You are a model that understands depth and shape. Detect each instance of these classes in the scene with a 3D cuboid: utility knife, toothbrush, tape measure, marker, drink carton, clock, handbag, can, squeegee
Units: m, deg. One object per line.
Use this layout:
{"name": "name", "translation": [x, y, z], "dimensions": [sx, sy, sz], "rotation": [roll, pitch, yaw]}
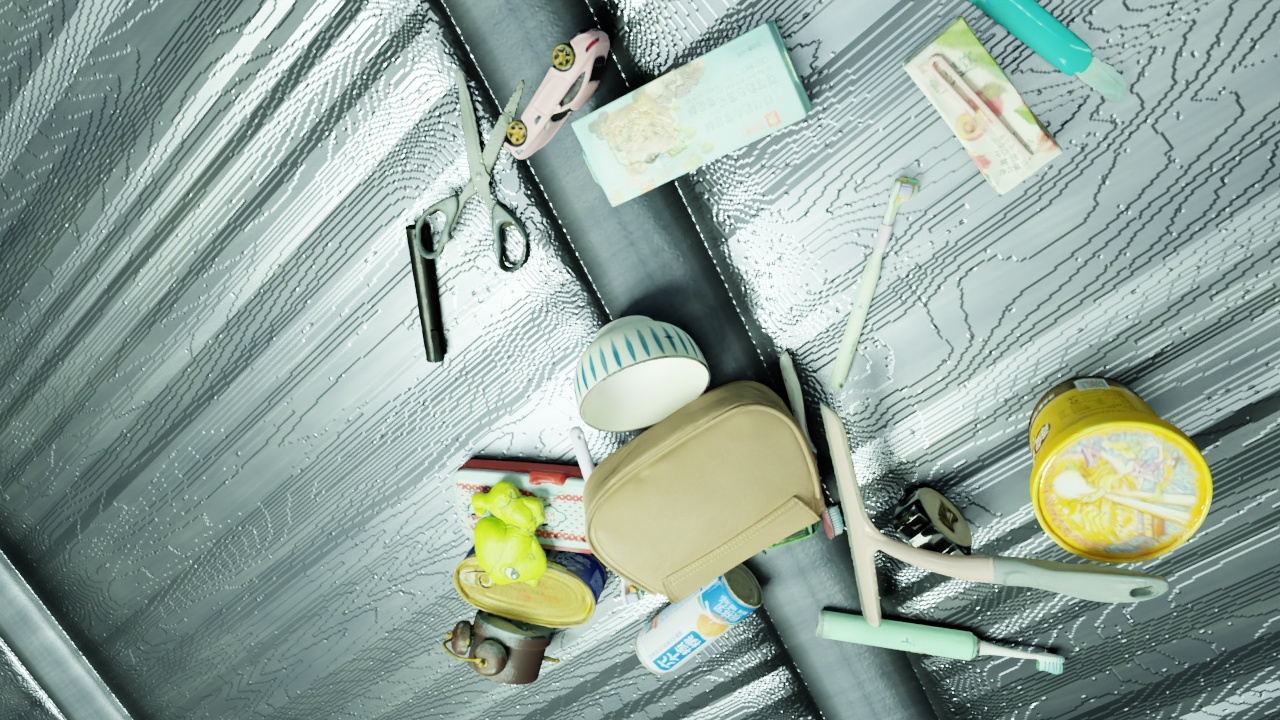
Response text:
{"name": "utility knife", "translation": [0.272, -0.243, 0.654], "dimensions": [0.187, 0.013, 0.029], "rotation": [37, 118, -1]}
{"name": "toothbrush", "translation": [0.154, 0.077, 0.819], "dimensions": [0.017, 0.016, 0.188], "rotation": [-20, 107, -7]}
{"name": "tape measure", "translation": [0.253, 0.143, 0.794], "dimensions": [0.066, 0.065, 0.034], "rotation": [43, 119, 0]}
{"name": "marker", "translation": [-0.198, -0.060, 0.845], "dimensions": [0.020, 0.022, 0.132], "rotation": [-10, 114, -16]}
{"name": "toothbrush", "translation": [0.278, 0.264, 0.861], "dimensions": [0.225, 0.026, 0.027], "rotation": [6, 92, 11]}
{"name": "drink carton", "translation": [0.247, -0.185, 0.667], "dimensions": [0.054, 0.045, 0.122], "rotation": [-37, 99, 25]}
{"name": "clock", "translation": [-0.143, 0.288, 0.929], "dimensions": [0.082, 0.121, 0.055], "rotation": [17, 92, 46]}
{"name": "toothbrush", "translation": [0.187, -0.057, 0.752], "dimensions": [0.020, 0.029, 0.190], "rotation": [41, 127, 43]}
{"name": "handbag", "translation": [0.054, 0.113, 0.800], "dimensions": [0.205, 0.099, 0.148], "rotation": [-32, 107, 8]}
{"name": "toothbrush", "translation": [-0.032, 0.145, 0.849], "dimensions": [0.021, 0.029, 0.189], "rotation": [9, 123, 52]}
{"name": "can", "translation": [0.055, 0.253, 0.897], "dimensions": [0.053, 0.053, 0.135], "rotation": [42, 116, -6]}
{"name": "squeegee", "translation": [0.265, 0.155, 0.711], "dimensions": [0.250, 0.040, 0.248], "rotation": [6, 126, 36]}
{"name": "can", "translation": [-0.111, 0.221, 0.927], "dimensions": [0.148, 0.049, 0.075], "rotation": [8, 114, 11]}

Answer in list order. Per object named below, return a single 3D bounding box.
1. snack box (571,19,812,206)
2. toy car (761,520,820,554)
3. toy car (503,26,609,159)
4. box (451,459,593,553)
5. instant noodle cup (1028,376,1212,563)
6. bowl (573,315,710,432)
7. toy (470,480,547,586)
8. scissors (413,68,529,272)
{"name": "snack box", "translation": [0.039, -0.190, 0.713], "dimensions": [0.175, 0.051, 0.074], "rotation": [-22, 105, 22]}
{"name": "toy car", "translation": [0.120, 0.154, 0.850], "dimensions": [0.091, 0.036, 0.043], "rotation": [-21, 107, 25]}
{"name": "toy car", "translation": [-0.064, -0.209, 0.730], "dimensions": [0.037, 0.056, 0.123], "rotation": [41, 117, 3]}
{"name": "box", "translation": [-0.085, 0.145, 0.891], "dimensions": [0.201, 0.046, 0.087], "rotation": [3, 113, 12]}
{"name": "instant noodle cup", "translation": [0.359, 0.076, 0.712], "dimensions": [0.118, 0.114, 0.119], "rotation": [5, 114, 12]}
{"name": "bowl", "translation": [-0.005, 0.005, 0.788], "dimensions": [0.117, 0.116, 0.066], "rotation": [-34, 57, 24]}
{"name": "toy", "translation": [-0.126, 0.166, 0.871], "dimensions": [0.097, 0.031, 0.100], "rotation": [31, 107, 3]}
{"name": "scissors", "translation": [-0.140, -0.153, 0.791], "dimensions": [0.159, 0.014, 0.178], "rotation": [-29, 108, 10]}
